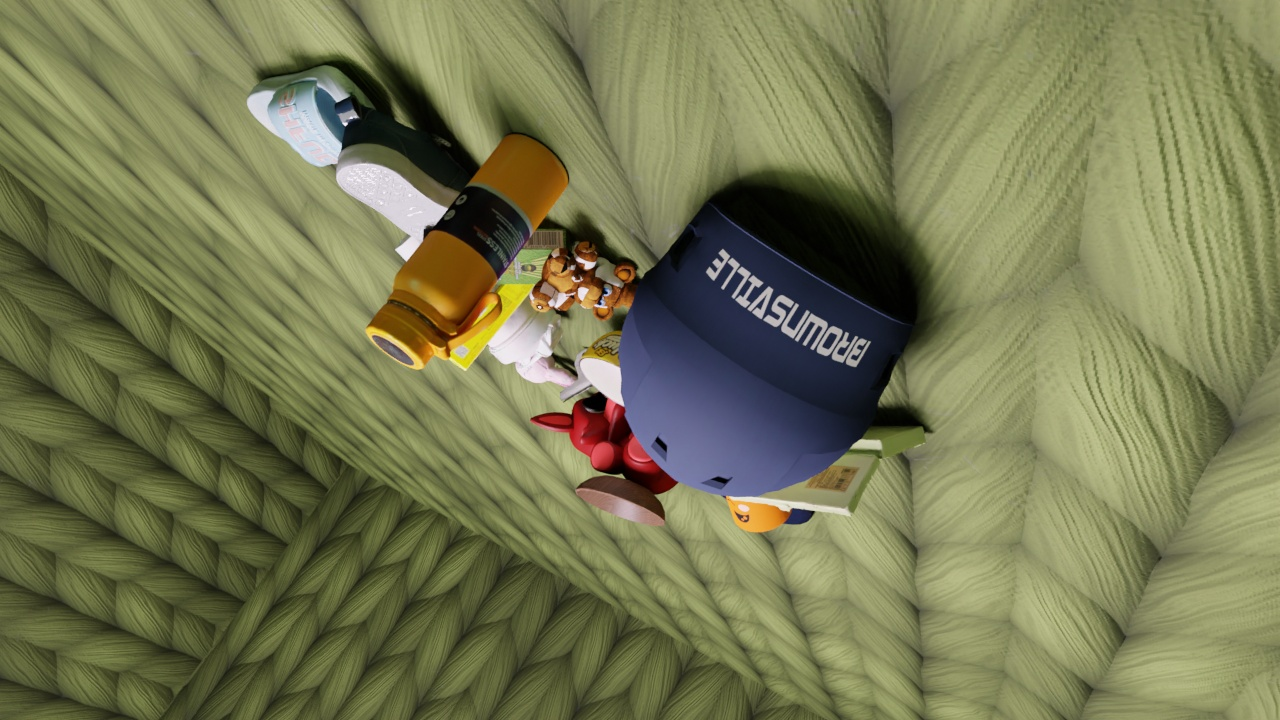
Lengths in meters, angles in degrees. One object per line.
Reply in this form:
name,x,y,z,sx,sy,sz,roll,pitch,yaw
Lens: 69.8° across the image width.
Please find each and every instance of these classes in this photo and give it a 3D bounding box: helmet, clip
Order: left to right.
clip,-0.066,0.012,1.206,0.040,0.102,0.054,52,-164,-35
helmet,0.091,0.005,0.809,0.232,0.223,0.271,32,-165,3

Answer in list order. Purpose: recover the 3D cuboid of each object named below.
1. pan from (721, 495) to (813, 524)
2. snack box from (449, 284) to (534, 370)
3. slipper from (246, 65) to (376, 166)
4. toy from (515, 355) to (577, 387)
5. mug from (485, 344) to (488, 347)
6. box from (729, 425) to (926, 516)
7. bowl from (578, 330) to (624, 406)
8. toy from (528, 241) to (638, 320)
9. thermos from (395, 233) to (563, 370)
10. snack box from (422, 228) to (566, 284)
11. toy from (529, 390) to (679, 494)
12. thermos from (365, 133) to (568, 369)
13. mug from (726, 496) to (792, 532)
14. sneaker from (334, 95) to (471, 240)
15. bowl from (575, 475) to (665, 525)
pan,0.185,0.165,1.233,0.198,0.021,0.357,38,157,-15
snack box,-0.169,-0.056,1.067,0.029,0.148,0.040,38,-174,-15
slipper,-0.360,-0.257,0.998,0.246,0.074,0.104,14,153,42
toy,-0.140,0.011,1.312,0.110,0.047,0.063,24,166,13
mug,-0.251,-0.071,1.271,0.077,0.071,0.105,20,129,30
box,0.185,0.102,0.955,0.188,0.140,0.047,-4,121,59
bowl,-0.006,0.006,1.086,0.117,0.067,0.117,28,159,12
toy,-0.053,-0.080,0.958,0.112,0.067,0.087,20,127,-17
thermos,-0.192,-0.084,1.120,0.220,0.099,0.099,45,156,-21
snack box,-0.155,-0.111,0.991,0.147,0.025,0.080,-1,158,-5
toy,-0.019,0.089,1.185,0.197,0.158,0.121,28,126,32
thermos,-0.152,-0.098,0.835,0.091,0.232,0.076,15,152,37
mug,0.138,0.147,1.167,0.112,0.077,0.096,-125,13,-59
sneaker,-0.221,-0.187,0.946,0.089,0.087,0.235,-13,159,25
bowl,-0.020,0.167,1.125,0.118,0.030,0.118,18,160,7
